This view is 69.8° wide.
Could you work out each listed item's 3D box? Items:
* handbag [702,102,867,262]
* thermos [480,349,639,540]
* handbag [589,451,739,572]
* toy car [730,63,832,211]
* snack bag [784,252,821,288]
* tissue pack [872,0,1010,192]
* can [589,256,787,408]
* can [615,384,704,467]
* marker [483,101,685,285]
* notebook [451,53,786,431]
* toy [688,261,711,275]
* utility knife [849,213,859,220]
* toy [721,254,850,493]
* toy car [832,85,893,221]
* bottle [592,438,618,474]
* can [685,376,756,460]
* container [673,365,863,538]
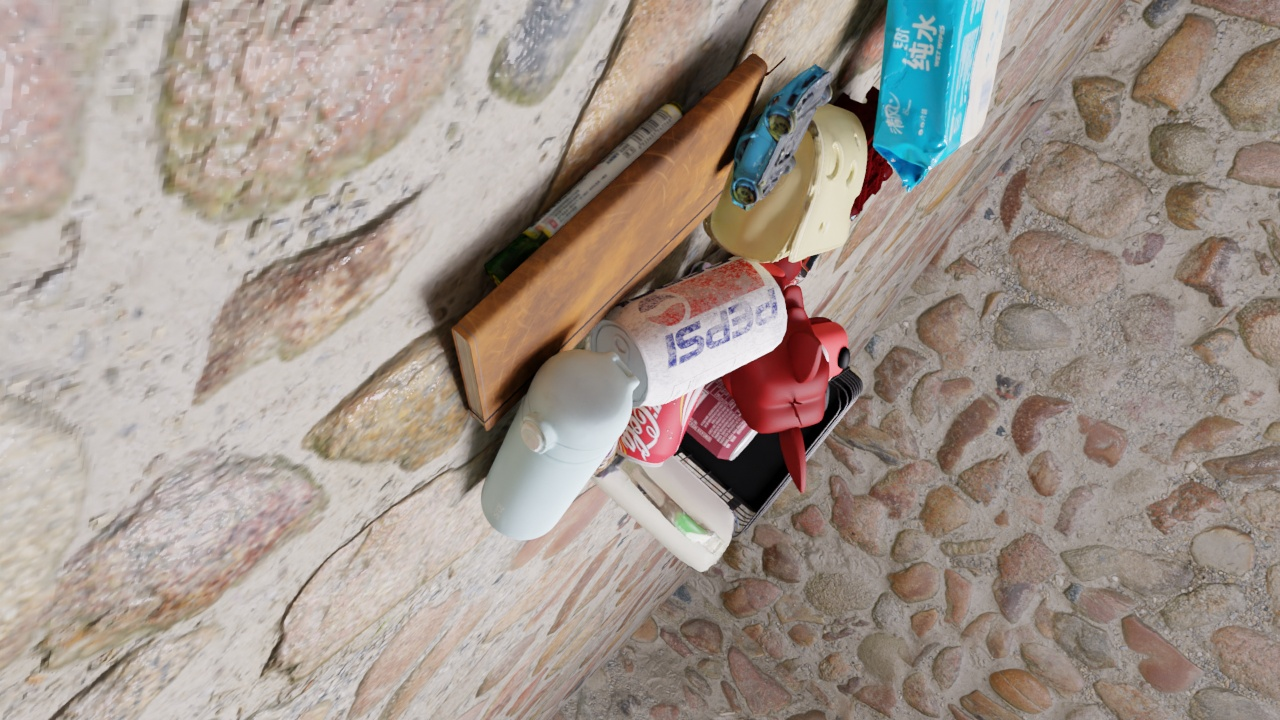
[{"bbox_3d":[0.115,-0.135,0.691,0.119,0.081,0.111,-25,139,-53],"label":"handbag"},{"bbox_3d":[-0.062,0.062,0.628,0.077,0.065,0.207,-32,167,-31],"label":"thermos"},{"bbox_3d":[0.028,0.132,0.878,0.074,0.151,0.176,-48,-175,-8],"label":"handbag"},{"bbox_3d":[0.082,-0.137,0.560,0.048,0.032,0.106,-43,168,-33],"label":"toy car"},{"bbox_3d":[0.166,-0.112,0.939,0.075,0.018,0.154,-39,-169,50],"label":"snack bag"},{"bbox_3d":[0.226,-0.239,0.675,0.116,0.066,0.210,-39,138,-40],"label":"tissue pack"},{"bbox_3d":[0.037,-0.021,0.672,0.135,0.078,0.078,-25,154,-32],"label":"can"},{"bbox_3d":[0.016,0.036,0.810,0.064,0.064,0.105,-14,129,-66],"label":"can"},{"bbox_3d":[-0.027,-0.092,0.496,0.146,0.017,0.017,-45,165,-17],"label":"marker"},{"bbox_3d":[-0.014,-0.066,0.563,0.248,0.014,0.179,-46,171,-18],"label":"notebook"},{"bbox_3d":[0.035,-0.046,0.763,0.080,0.036,0.099,-64,166,10],"label":"toy"},{"bbox_3d":[0.139,-0.094,0.882,0.176,0.017,0.030,-29,-171,34],"label":"utility knife"},{"bbox_3d":[0.119,-0.007,0.802,0.120,0.197,0.159,-7,126,-12],"label":"toy"},{"bbox_3d":[0.185,-0.183,0.815,0.070,0.062,0.170,-50,166,-1],"label":"toy car"},{"bbox_3d":[-0.042,0.047,0.721,0.056,0.056,0.105,-44,165,-24],"label":"bottle"},{"bbox_3d":[0.061,0.042,0.900,0.063,0.114,0.063,-46,165,-16],"label":"can"},{"bbox_3d":[0.113,0.063,1.011,0.242,0.163,0.130,-56,165,21],"label":"container"}]
